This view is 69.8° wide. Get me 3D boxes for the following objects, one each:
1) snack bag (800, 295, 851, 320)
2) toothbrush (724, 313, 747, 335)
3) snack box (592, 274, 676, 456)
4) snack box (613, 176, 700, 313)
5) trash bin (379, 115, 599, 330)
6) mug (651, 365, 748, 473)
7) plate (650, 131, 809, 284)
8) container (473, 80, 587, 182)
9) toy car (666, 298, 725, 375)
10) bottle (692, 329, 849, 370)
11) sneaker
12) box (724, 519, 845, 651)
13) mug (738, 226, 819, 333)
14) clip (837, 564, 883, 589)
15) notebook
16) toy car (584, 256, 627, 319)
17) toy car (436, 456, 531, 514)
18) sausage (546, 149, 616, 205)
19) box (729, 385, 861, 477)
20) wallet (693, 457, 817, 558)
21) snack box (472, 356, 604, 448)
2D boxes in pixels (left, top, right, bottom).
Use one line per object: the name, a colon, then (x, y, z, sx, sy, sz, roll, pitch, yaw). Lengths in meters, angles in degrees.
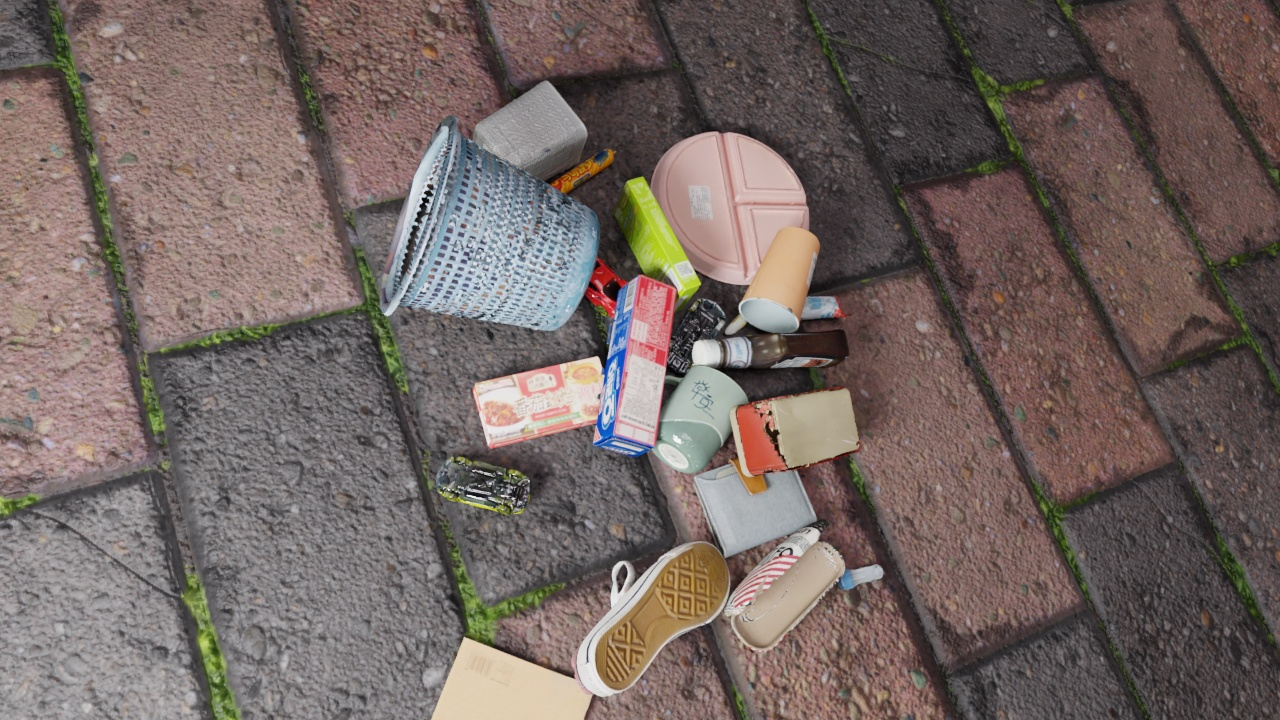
snack bag: (0.223, -0.068, 1.202, 0.105, 0.026, 0.045, -3, 47, -14)
toothbrush: (0.173, -0.093, 1.201, 0.016, 0.018, 0.191, 28, 59, 38)
snack box: (-0.006, 0.006, 1.065, 0.058, 0.057, 0.207, 20, 64, -24)
snack box: (0.018, -0.141, 1.138, 0.026, 0.086, 0.156, -23, 77, -21)
trash bin: (-0.161, -0.129, 1.026, 0.195, 0.227, 0.226, 19, 65, -23)
mug: (0.053, 0.065, 1.078, 0.112, 0.082, 0.106, 29, 63, 19)
plate: (0.125, -0.211, 1.229, 0.229, 0.028, 0.229, 5, 69, -15)
container: (-0.142, -0.269, 1.139, 0.114, 0.090, 0.090, -36, 83, -21)
toy car: (0.065, -0.030, 1.140, 0.049, 0.031, 0.105, 36, 69, -5)
bottle: (0.158, -0.011, 1.129, 0.194, 0.080, 0.044, -3, 77, -22)
sneaker: (0.004, 0.273, 0.981, 0.240, 0.088, 0.118, -31, 93, -46)
box: (0.170, 0.256, 1.043, 0.162, 0.076, 0.087, -40, 90, -27)
mug: (0.182, -0.104, 1.159, 0.078, 0.078, 0.122, 27, 68, -6)
clip: (0.263, 0.258, 1.100, 0.057, 0.036, 0.025, -9, 71, -15)
notebook: (-0.149, 0.407, 0.925, 0.149, 0.012, 0.211, 23, 65, -6)
toy car: (-0.054, -0.100, 1.132, 0.106, 0.031, 0.049, 43, 63, 5)
toy car: (-0.172, 0.139, 1.007, 0.105, 0.032, 0.048, 14, 67, 1)
sausage: (-0.091, -0.229, 1.174, 0.164, 0.021, 0.021, -39, 85, -25)
box: (0.190, 0.078, 1.071, 0.168, 0.079, 0.091, -6, 83, -46)
wallet: (0.136, 0.163, 1.086, 0.129, 0.037, 0.106, -15, 75, -22)
snack box: (-0.111, 0.047, 1.062, 0.152, 0.026, 0.075, -12, 75, -20)
